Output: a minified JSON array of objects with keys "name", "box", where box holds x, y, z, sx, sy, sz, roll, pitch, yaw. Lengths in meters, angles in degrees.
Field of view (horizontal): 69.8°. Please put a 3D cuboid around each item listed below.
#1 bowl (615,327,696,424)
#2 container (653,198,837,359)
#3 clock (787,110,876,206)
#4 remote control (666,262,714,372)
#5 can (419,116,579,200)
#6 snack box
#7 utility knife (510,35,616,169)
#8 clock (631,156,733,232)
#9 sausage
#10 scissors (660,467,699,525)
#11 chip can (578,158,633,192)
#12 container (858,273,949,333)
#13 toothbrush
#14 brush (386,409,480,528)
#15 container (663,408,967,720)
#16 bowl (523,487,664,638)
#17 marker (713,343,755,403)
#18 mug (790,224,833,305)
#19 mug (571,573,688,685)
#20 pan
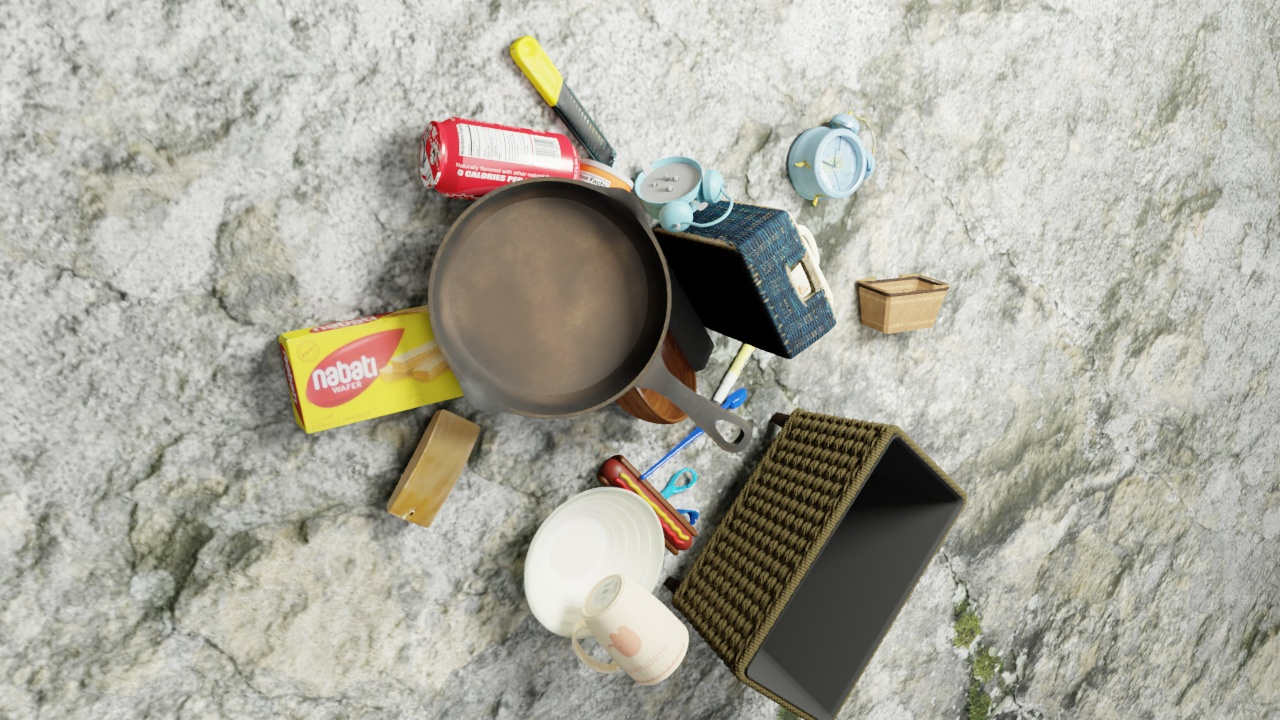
[{"name":"bowl","box":[-0.006,0.006,1.004,0.147,0.069,0.147,37,43,-44]},{"name":"container","box":[0.108,-0.092,0.989,0.071,0.187,0.145,-37,117,-15]},{"name":"clock","box":[0.237,-0.245,1.109,0.124,0.052,0.089,-39,116,-17]},{"name":"remote control","box":[0.041,-0.055,1.033,0.133,0.013,0.058,59,31,-19]},{"name":"can","box":[-0.135,-0.190,0.889,0.142,0.074,0.074,1,101,-31]},{"name":"snack box","box":[-0.238,0.000,0.892,0.200,0.042,0.092,-14,107,-28]},{"name":"utility knife","box":[-0.073,-0.257,0.943,0.028,0.020,0.171,-46,119,-12]},{"name":"clock","box":[0.045,-0.176,0.971,0.087,0.123,0.042,-42,141,-16]},{"name":"sausage","box":[0.009,0.169,1.070,0.040,0.040,0.155,-48,113,-13]},{"name":"scissors","box":[0.016,0.185,1.103,0.134,0.016,0.086,-18,109,-24]},{"name":"chip can","box":[-0.078,-0.100,0.951,0.062,0.062,0.210,25,88,-32]},{"name":"container","box":[0.343,-0.075,1.209,0.113,0.063,0.061,-8,113,-29]},{"name":"toothbrush","box":[0.066,0.088,1.092,0.186,0.016,0.011,-38,125,-30]},{"name":"brush","box":[-0.212,0.108,0.935,0.049,0.039,0.117,29,87,-32]},{"name":"container","box":[0.194,0.226,1.103,0.176,0.205,0.320,39,81,-31]},{"name":"bowl","box":[-0.062,0.220,1.039,0.176,0.058,0.177,-7,105,-29]},{"name":"marker","box":[0.127,-0.006,1.123,0.014,0.014,0.132,35,83,-32]},{"name":"mug","box":[0.190,-0.110,1.113,0.097,0.081,0.121,44,51,-38]},{"name":"mug","box":[-0.022,0.297,1.006,0.112,0.085,0.104,-35,111,13]},{"name":"pan","box":[-0.036,-0.022,0.896,0.356,0.043,0.249,37,92,-12]}]
